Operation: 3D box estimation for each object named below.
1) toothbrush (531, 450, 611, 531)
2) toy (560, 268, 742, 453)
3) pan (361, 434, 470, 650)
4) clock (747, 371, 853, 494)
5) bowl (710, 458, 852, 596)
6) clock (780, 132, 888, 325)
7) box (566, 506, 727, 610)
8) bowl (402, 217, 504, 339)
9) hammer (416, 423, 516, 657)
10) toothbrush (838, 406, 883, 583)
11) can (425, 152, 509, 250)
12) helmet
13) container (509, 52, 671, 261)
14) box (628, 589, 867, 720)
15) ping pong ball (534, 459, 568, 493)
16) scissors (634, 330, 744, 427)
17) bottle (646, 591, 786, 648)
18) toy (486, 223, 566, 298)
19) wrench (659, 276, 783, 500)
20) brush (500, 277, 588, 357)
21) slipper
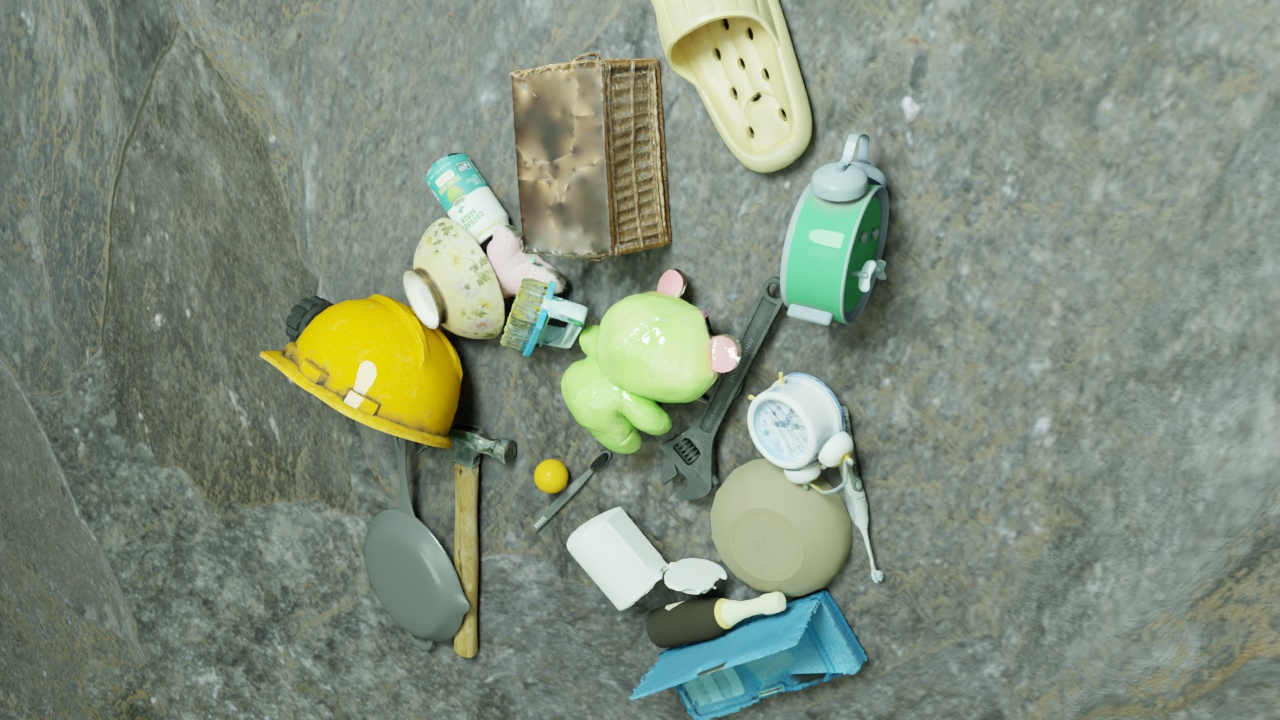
[{"bbox_3d":[-0.085,0.157,1.089,0.013,0.013,0.168,48,124,7],"label":"toothbrush"},{"bbox_3d":[-0.006,0.005,0.937,0.197,0.107,0.150,-54,56,36],"label":"toy"},{"bbox_3d":[-0.310,0.235,1.204,0.217,0.024,0.355,16,116,34],"label":"pan"},{"bbox_3d":[0.159,0.073,0.894,0.125,0.051,0.089,56,140,10],"label":"clock"},{"bbox_3d":[0.138,0.181,0.952,0.152,0.050,0.152,9,110,26],"label":"bowl"},{"bbox_3d":[0.178,-0.115,0.797,0.075,0.121,0.162,16,109,24],"label":"clock"},{"bbox_3d":[0.005,0.222,1.023,0.137,0.084,0.147,-41,86,26],"label":"box"},{"bbox_3d":[-0.218,-0.079,1.024,0.145,0.063,0.145,34,141,34],"label":"bowl"},{"bbox_3d":[-0.226,0.237,1.180,0.132,0.033,0.331,13,112,23],"label":"hammer"},{"bbox_3d":[0.214,0.136,0.914,0.024,0.022,0.185,-5,102,48],"label":"toothbrush"},{"bbox_3d":[-0.190,-0.176,1.015,0.055,0.054,0.101,-35,87,32],"label":"can"},{"bbox_3d":[-0.303,-0.006,1.071,0.255,0.205,0.131,26,88,27],"label":"helmet"},{"bbox_3d":[-0.049,-0.196,0.899,0.114,0.112,0.198,4,106,28],"label":"container"},{"bbox_3d":[0.111,0.339,0.981,0.232,0.112,0.094,-30,89,32],"label":"box"},{"bbox_3d":[-0.105,0.136,1.076,0.040,0.040,0.040,9,109,26],"label":"ping pong ball"},{"bbox_3d":[0.034,0.021,0.982,0.165,0.012,0.150,5,107,29],"label":"scissors"},{"bbox_3d":[0.083,0.277,0.998,0.185,0.045,0.045,-28,91,42],"label":"bottle"},{"bbox_3d":[-0.139,-0.099,1.013,0.099,0.052,0.096,44,140,-19],"label":"toy"},{"bbox_3d":[0.086,0.035,0.940,0.073,0.018,0.274,31,117,14],"label":"wrench"},{"bbox_3d":[-0.107,-0.037,0.995,0.075,0.055,0.136,19,159,-9],"label":"brush"},{"bbox_3d":[0.073,-0.293,0.825,0.112,0.079,0.261,-23,94,28],"label":"slipper"}]
